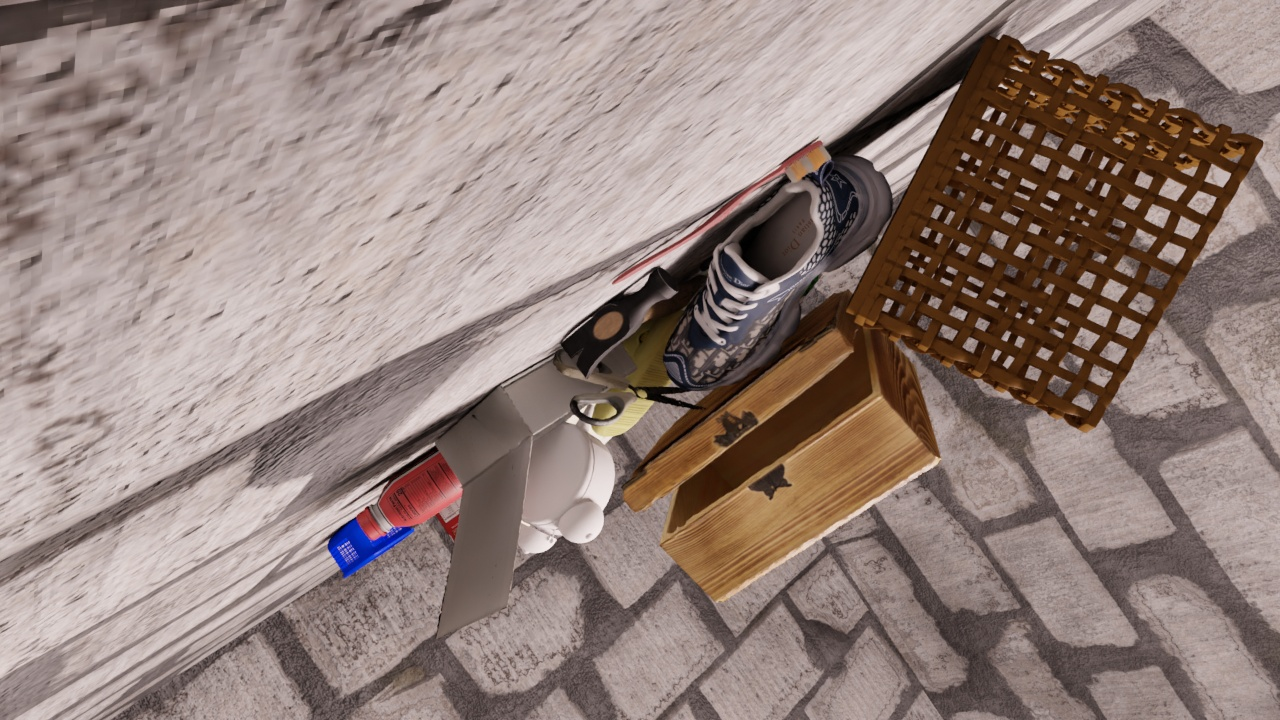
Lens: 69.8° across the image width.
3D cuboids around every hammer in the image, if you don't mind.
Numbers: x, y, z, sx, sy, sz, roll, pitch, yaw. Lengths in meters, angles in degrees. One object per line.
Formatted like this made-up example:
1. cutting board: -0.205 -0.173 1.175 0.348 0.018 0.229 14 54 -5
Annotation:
1. hammer: 0.017 -0.054 0.925 0.132 0.040 0.304 -38 177 20

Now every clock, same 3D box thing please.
1. clock: -0.090 0.142 1.071 0.126 0.160 0.073 -18 146 27

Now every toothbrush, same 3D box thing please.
1. toothbrush: 0.058 -0.104 0.672 0.184 0.015 0.015 -32 171 2

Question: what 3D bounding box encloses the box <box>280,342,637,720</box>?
1. box: -0.163 0.149 0.854 0.167 0.119 0.476 -37 -161 49

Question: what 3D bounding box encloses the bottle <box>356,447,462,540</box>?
1. bottle: -0.231 0.136 1.020 0.176 0.062 0.062 -34 178 -9

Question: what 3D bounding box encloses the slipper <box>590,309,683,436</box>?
1. slipper: -0.007 0.007 1.116 0.091 0.081 0.191 9 122 -52

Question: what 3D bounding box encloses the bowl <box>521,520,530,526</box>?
1. bowl: -0.197 0.185 1.201 0.151 0.151 0.075 -35 -150 13

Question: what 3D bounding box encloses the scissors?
1. scissors: -0.015 0.024 0.890 0.162 0.154 0.013 -35 162 -53

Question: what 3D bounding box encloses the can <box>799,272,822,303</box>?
1. can: 0.133 -0.077 1.024 0.139 0.088 0.088 -50 -178 -14

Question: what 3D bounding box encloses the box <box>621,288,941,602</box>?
1. box: 0.149 0.072 0.975 0.280 0.168 0.244 -41 -173 22

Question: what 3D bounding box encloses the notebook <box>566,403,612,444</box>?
1. notebook: -0.056 0.069 1.218 0.152 0.012 0.209 -45 159 -29

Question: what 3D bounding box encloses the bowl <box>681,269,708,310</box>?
1. bowl: 0.094 -0.080 1.126 0.117 0.061 0.117 -34 177 -2

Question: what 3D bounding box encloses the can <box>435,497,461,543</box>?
1. can: -0.210 0.159 1.097 0.086 0.116 0.086 -34 178 -2

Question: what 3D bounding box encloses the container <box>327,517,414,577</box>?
1. container: -0.376 0.244 1.268 0.096 0.058 0.114 -32 177 -43

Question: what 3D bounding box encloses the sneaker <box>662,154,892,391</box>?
1. sneaker: 0.096 -0.074 0.811 0.270 0.103 0.132 -48 159 25

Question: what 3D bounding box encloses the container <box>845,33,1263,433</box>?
1. container: 0.339 -0.111 0.820 0.252 0.214 0.219 -65 170 12

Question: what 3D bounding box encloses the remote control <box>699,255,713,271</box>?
1. remote control: 0.102 -0.124 0.950 0.046 0.009 0.125 -33 178 -26
